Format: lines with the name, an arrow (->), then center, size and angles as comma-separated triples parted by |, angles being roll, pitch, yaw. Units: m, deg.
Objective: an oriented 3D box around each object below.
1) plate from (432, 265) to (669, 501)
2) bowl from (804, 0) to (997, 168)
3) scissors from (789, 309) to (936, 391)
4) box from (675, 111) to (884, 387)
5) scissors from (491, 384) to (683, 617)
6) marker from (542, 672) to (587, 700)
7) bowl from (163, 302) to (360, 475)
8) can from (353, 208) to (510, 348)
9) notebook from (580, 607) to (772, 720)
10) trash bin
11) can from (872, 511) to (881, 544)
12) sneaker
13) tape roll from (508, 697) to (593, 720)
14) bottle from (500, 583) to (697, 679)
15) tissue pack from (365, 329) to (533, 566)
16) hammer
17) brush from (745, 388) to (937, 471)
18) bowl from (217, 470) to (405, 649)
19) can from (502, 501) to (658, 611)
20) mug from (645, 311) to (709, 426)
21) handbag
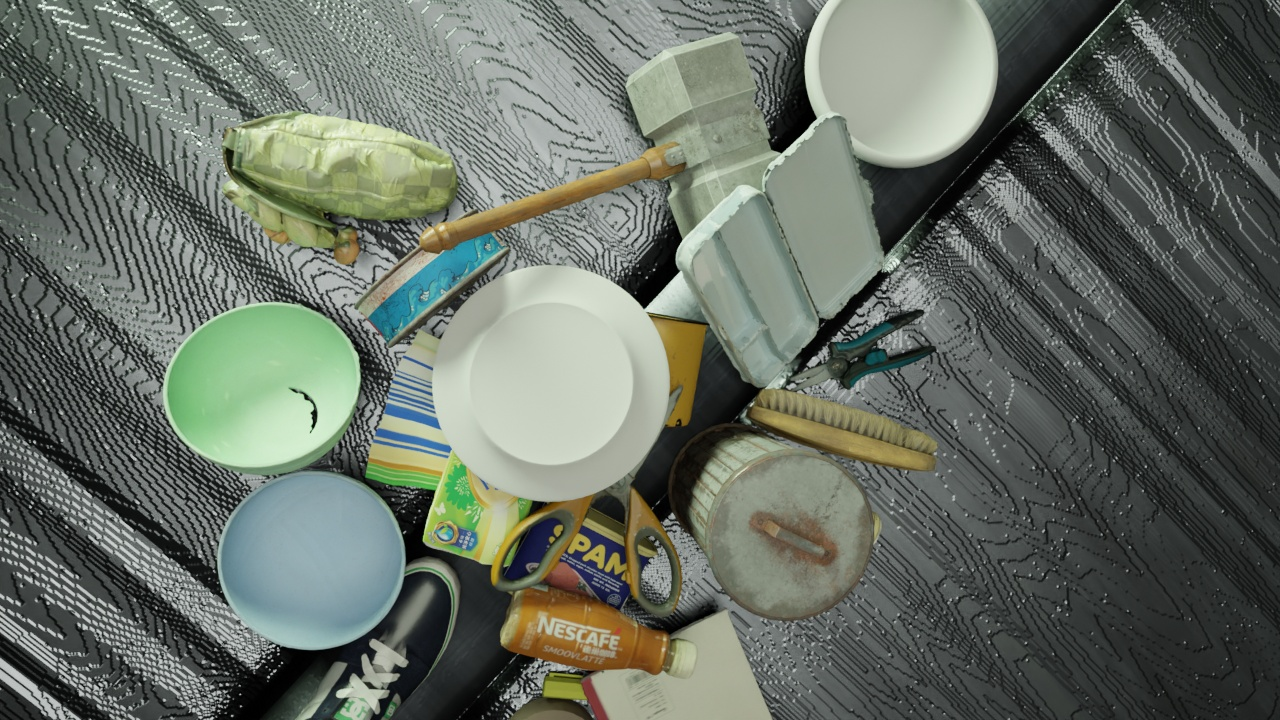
plate -> -0.070, 0.018, 0.727 | 0.188, 0.016, 0.188 | 0, 89, -4
bowl -> 0.229, -0.262, 0.837 | 0.176, 0.066, 0.176 | -1, 94, -8
scissors -> 0.218, -0.001, 0.879 | 0.144, 0.019, 0.126 | 20, 92, -7
box -> 0.130, -0.089, 0.796 | 0.189, 0.037, 0.209 | -48, 140, -8
scissors -> -0.036, 0.118, 0.755 | 0.216, 0.016, 0.225 | -13, 100, -13
marker -> -0.030, 0.312, 0.867 | 0.124, 0.018, 0.021 | 9, 61, -10
bowl -> -0.306, 0.033, 0.764 | 0.151, 0.077, 0.150 | 4, 61, -7
can -> -0.172, -0.068, 0.761 | 0.130, 0.130, 0.044 | -40, 98, -4
notebook -> 0.050, 0.355, 0.873 | 0.153, 0.012, 0.209 | -24, 104, -6
trash bin -> 0.101, 0.127, 0.774 | 0.130, 0.211, 0.131 | -1, 94, -8
can -> 0.186, 0.150, 0.876 | 0.079, 0.038, 0.038 | 24, 90, -9
sneaker -> -0.237, 0.283, 0.803 | 0.084, 0.079, 0.235 | 35, 88, -8
tape roll -> -0.084, 0.365, 0.856 | 0.093, 0.030, 0.094 | -1, 94, -8
bottle -> -0.033, 0.236, 0.783 | 0.167, 0.059, 0.059 | 18, 91, -9
tissue pack -> -0.150, 0.058, 0.786 | 0.141, 0.120, 0.197 | 19, 85, -11
hammer -> -0.033, -0.144, 0.748 | 0.316, 0.083, 0.163 | -25, 98, -26
brush -> 0.192, 0.067, 0.861 | 0.195, 0.059, 0.043 | 17, 83, -11
bowl -> -0.275, 0.163, 0.791 | 0.150, 0.075, 0.150 | -1, 95, -9
can -> -0.057, 0.184, 0.834 | 0.116, 0.056, 0.092 | 29, 91, -9
mug -> -0.005, 0.005, 0.799 | 0.123, 0.101, 0.094 | 5, 96, -46
handbag -> -0.248, -0.140, 0.757 | 0.186, 0.113, 0.117 | 10, 100, -10
